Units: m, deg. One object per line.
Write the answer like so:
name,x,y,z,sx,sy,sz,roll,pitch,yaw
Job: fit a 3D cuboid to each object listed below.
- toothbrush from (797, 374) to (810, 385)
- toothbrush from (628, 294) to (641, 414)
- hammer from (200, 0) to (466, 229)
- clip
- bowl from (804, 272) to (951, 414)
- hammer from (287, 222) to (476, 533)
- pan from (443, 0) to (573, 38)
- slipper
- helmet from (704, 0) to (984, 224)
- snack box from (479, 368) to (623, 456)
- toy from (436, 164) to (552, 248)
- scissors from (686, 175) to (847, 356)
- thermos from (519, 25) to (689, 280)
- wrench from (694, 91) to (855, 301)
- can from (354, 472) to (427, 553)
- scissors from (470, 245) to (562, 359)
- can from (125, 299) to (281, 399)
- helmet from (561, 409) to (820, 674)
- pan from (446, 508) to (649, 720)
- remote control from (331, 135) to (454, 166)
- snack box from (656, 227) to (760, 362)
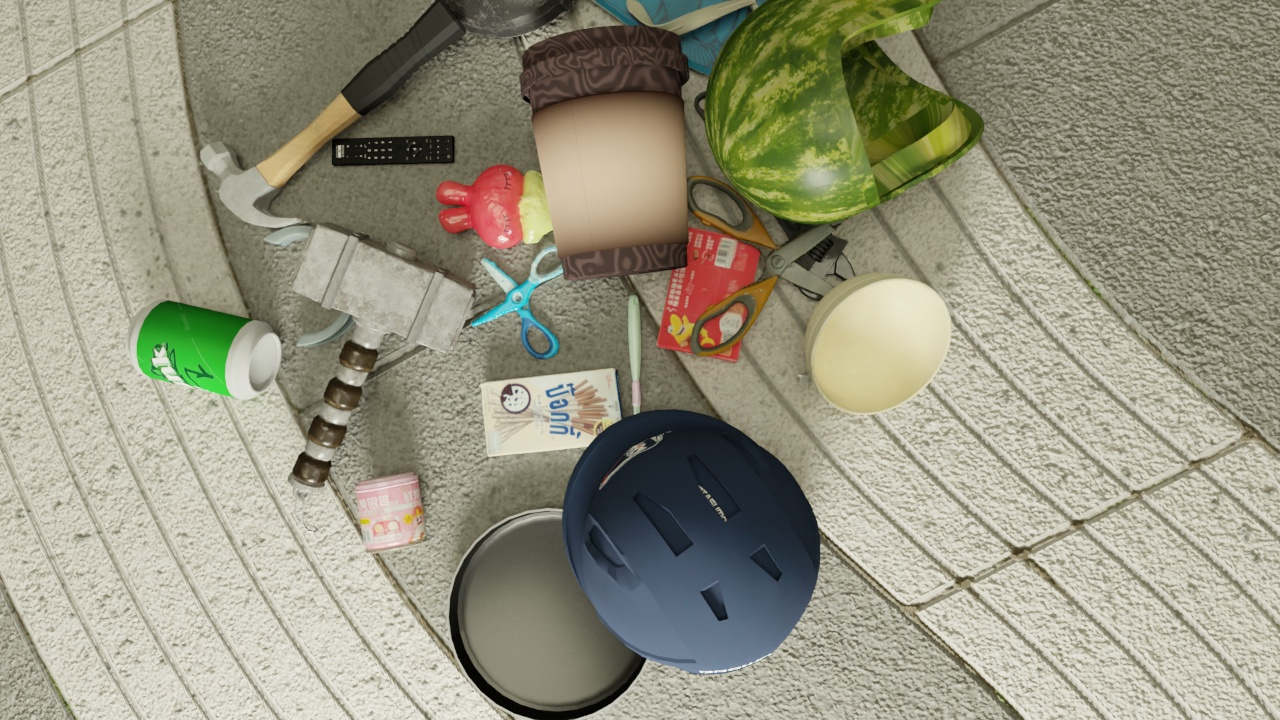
toothbrush,0.158,0.019,0.897,0.010,0.181,0.010,11,91,12
toothbrush,-0.006,0.006,0.995,0.022,0.015,0.154,0,87,-25
hammer,-0.329,-0.272,1.009,0.328,0.039,0.131,-38,86,7
clip,-0.356,-0.096,1.024,0.165,0.032,0.164,29,91,4
bowl,0.229,-0.027,0.934,0.150,0.075,0.151,-7,119,-14
hammer,-0.314,0.027,0.978,0.177,0.079,0.326,23,96,-11
pan,-0.092,-0.508,0.988,0.357,0.040,0.207,-43,78,9
slipper,0.043,-0.391,0.984,0.295,0.060,0.118,29,94,5
helmet,0.178,-0.249,0.881,0.247,0.213,0.243,-41,42,-11
snack box,-0.095,0.056,0.995,0.150,0.026,0.082,-6,87,4
toy,-0.155,-0.168,0.998,0.135,0.045,0.091,3,86,-1
scissors,0.119,-0.108,0.966,0.225,0.016,0.230,-38,88,-1
thermos,-0.027,-0.201,0.935,0.173,0.172,0.226,-6,94,4
wrench,0.141,-0.178,0.989,0.073,0.018,0.273,-35,84,3
can,-0.268,0.162,0.986,0.067,0.067,0.076,-10,87,4
scissors,-0.124,-0.064,1.010,0.134,0.011,0.140,-29,87,1
can,-0.474,-0.012,1.000,0.140,0.088,0.088,13,89,5
helmet,0.044,0.160,0.877,0.232,0.223,0.272,-34,61,-10
pan,-0.059,0.215,0.982,0.225,0.034,0.356,32,91,5
remote control,-0.278,-0.235,1.030,0.140,0.009,0.030,0,88,5
snack box,0.074,-0.071,0.987,0.089,0.021,0.133,12,89,5
